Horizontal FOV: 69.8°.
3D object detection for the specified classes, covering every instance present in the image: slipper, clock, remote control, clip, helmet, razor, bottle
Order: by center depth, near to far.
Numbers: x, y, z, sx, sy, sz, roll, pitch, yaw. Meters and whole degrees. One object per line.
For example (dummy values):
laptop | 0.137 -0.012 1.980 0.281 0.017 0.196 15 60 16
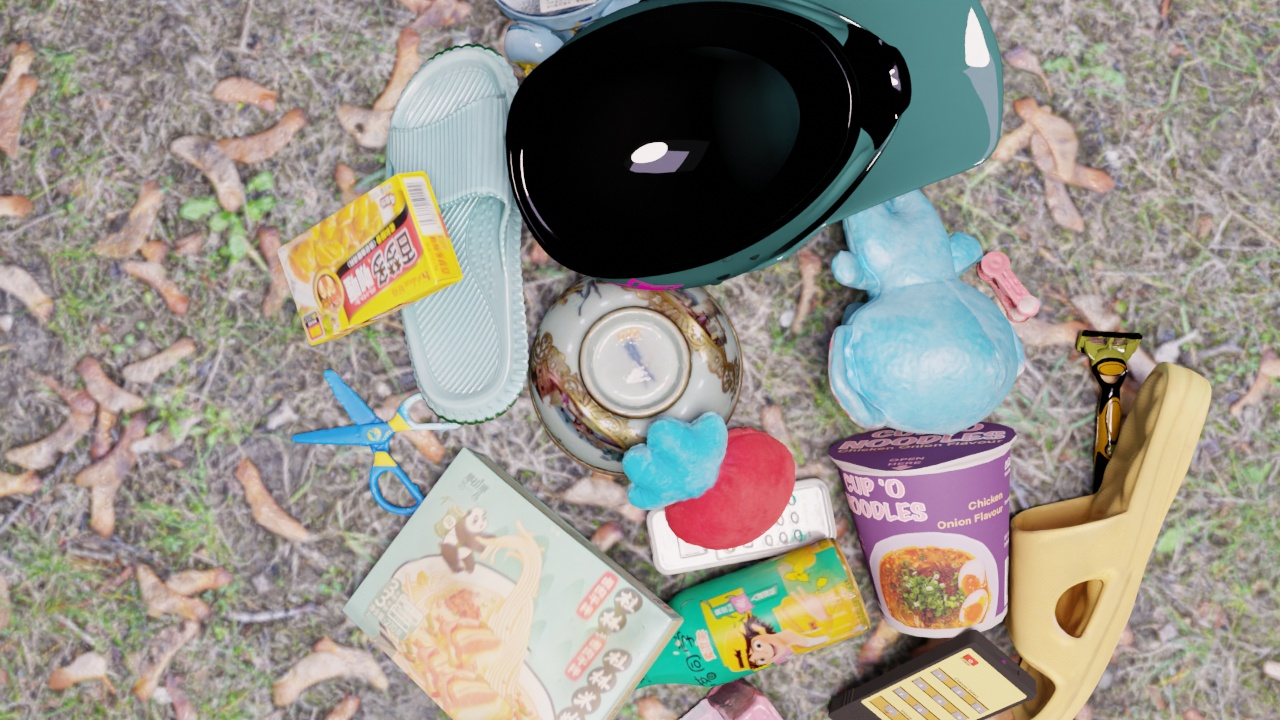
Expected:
helmet | 0.064 -0.141 0.560 0.275 0.199 0.176 -9 102 32
remote control | 0.192 0.227 0.615 0.058 0.013 0.134 40 127 -6
slipper | 0.294 0.119 0.622 0.078 0.099 0.263 24 95 16
bottle | 0.049 0.189 0.634 0.210 0.068 0.068 -22 86 5
slipper | -0.134 -0.092 0.645 0.116 0.069 0.276 -7 85 18
clock | -0.049 -0.264 0.654 0.118 0.060 0.162 -9 73 11
remote control | 0.072 0.119 0.663 0.133 0.022 0.050 -10 86 -1
razor | 0.341 0.050 0.670 0.044 0.021 0.144 3 88 0
clip | 0.272 -0.051 0.679 0.023 0.045 0.060 -30 54 -5

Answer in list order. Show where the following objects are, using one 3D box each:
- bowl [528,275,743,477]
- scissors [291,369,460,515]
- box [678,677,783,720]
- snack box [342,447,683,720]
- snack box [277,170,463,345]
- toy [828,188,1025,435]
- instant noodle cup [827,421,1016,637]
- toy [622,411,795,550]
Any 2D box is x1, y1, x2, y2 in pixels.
bowl | -0.004 0.004 0.635 0.160 0.094 0.160 0 86 -1
scissors | -0.187 0.051 0.672 0.123 0.016 0.125 -39 87 -7
box | 0.102 0.341 0.613 0.115 0.107 0.232 -39 88 -12
snack box | -0.089 0.172 0.622 0.193 0.044 0.141 35 87 22
snack box | -0.188 -0.066 0.627 0.153 0.025 0.075 -18 92 38
toy | 0.178 -0.033 0.628 0.183 0.115 0.180 -13 78 -29
instant noodle cup | 0.195 0.115 0.618 0.122 0.136 0.122 -7 96 26
toy | 0.045 0.078 0.608 0.133 0.062 0.092 31 97 -30
